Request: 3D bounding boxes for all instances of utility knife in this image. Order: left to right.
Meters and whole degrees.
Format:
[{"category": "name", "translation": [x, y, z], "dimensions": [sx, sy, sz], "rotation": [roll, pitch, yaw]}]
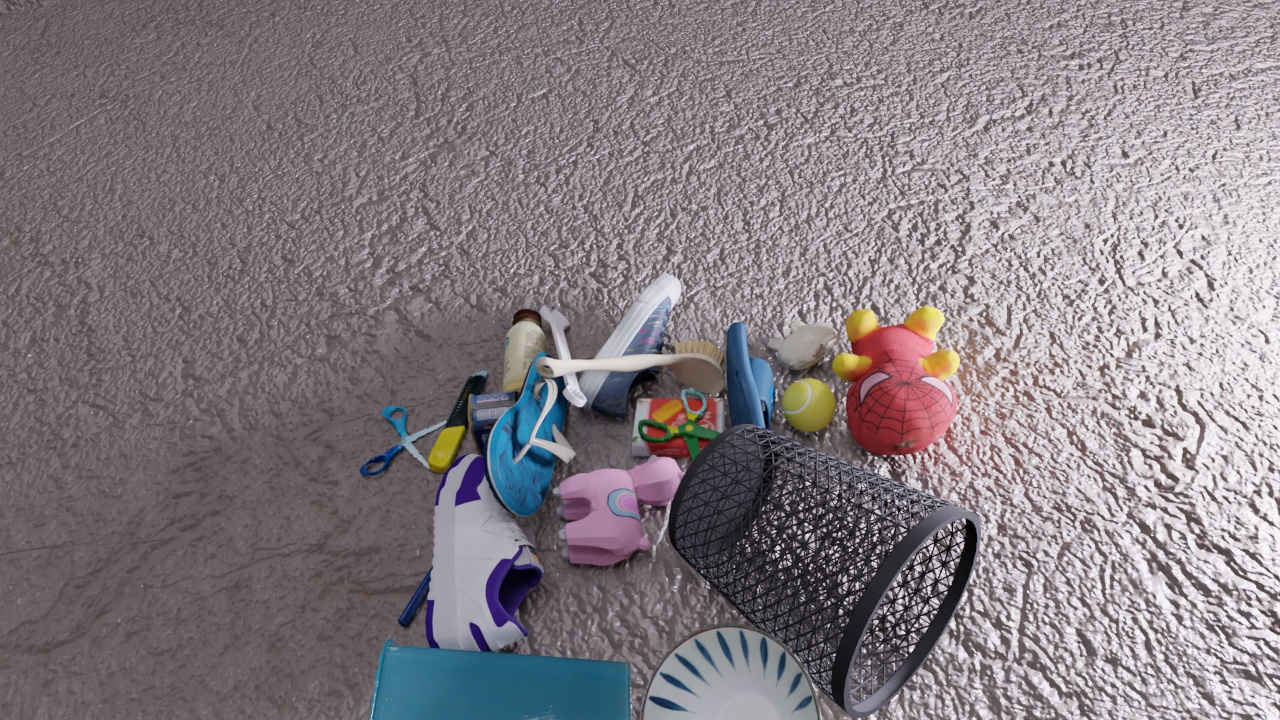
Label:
[{"category": "utility knife", "translation": [-0.236, 0.074, 1.204], "dimensions": [0.029, 0.020, 0.173], "rotation": [17, 50, 1]}]

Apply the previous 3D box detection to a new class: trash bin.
[{"category": "trash bin", "translation": [-0.115, 0.363, 0.811], "dimensions": [0.218, 0.197, 0.198], "rotation": [-2, 48, -1]}, {"category": "trash bin", "translation": [0.170, 0.188, 0.919], "dimensions": [0.216, 0.217, 0.243], "rotation": [-39, 47, -25]}]

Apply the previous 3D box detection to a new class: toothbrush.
[{"category": "toothbrush", "translation": [-0.222, 0.225, 1.064], "dimensions": [0.017, 0.016, 0.189], "rotation": [19, 52, 15]}]

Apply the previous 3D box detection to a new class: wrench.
[{"category": "wrench", "translation": [-0.100, -0.011, 1.195], "dimensions": [0.009, 0.047, 0.273], "rotation": [-51, 25, 14]}]

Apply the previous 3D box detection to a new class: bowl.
[{"category": "bowl", "translation": [0.092, 0.341, 0.855], "dimensions": [0.178, 0.071, 0.177], "rotation": [-14, 59, 24]}]

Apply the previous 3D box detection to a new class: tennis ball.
[{"category": "tennis ball", "translation": [0.206, 0.055, 1.123], "dimensions": [0.065, 0.065, 0.065], "rotation": [-4, 47, 4]}]

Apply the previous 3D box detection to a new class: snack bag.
[{"category": "snack bag", "translation": [0.048, 0.083, 1.141], "dimensions": [0.116, 0.036, 0.076], "rotation": [0, 47, 9]}]

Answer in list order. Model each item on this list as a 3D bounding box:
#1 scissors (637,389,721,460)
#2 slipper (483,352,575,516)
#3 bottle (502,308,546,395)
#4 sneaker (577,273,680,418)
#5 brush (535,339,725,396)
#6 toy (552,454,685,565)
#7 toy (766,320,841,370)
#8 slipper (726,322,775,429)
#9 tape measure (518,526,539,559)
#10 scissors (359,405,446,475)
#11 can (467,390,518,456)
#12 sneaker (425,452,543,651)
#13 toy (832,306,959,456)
[{"category": "scissors", "translation": [0.060, 0.079, 1.109], "dimensions": [0.126, 0.011, 0.127], "rotation": [11, 51, 19]}, {"category": "slipper", "translation": [-0.112, 0.080, 1.085], "dimensions": [0.060, 0.118, 0.294], "rotation": [-14, 26, 14]}, {"category": "bottle", "translation": [-0.156, -0.001, 1.236], "dimensions": [0.056, 0.057, 0.161], "rotation": [-6, 46, 3]}, {"category": "sneaker", "translation": [0.001, -0.015, 1.222], "dimensions": [0.079, 0.088, 0.234], "rotation": [31, 61, 8]}, {"category": "brush", "translation": [-0.007, 0.007, 1.133], "dimensions": [0.271, 0.062, 0.077], "rotation": [2, 45, -33]}, {"category": "toy", "translation": [-0.019, 0.168, 1.053], "dimensions": [0.157, 0.067, 0.123], "rotation": [-10, 48, -6]}, {"category": "toy", "translation": [0.218, -0.020, 1.199], "dimensions": [0.087, 0.050, 0.112], "rotation": [-37, 31, -24]}, {"category": "slipper", "translation": [0.138, 0.032, 1.133], "dimensions": [0.059, 0.104, 0.213], "rotation": [-4, 43, 1]}, {"category": "tape measure", "translation": [-0.148, 0.220, 1.054], "dimensions": [0.060, 0.020, 0.062], "rotation": [-10, 47, 0]}, {"category": "scissors", "translation": [-0.311, 0.107, 1.191], "dimensions": [0.132, 0.014, 0.127], "rotation": [-34, 56, -28]}, {"category": "can", "translation": [-0.174, 0.082, 1.132], "dimensions": [0.059, 0.100, 0.053], "rotation": [-7, 48, 1]}, {"category": "sneaker", "translation": [-0.160, 0.203, 0.999], "dimensions": [0.111, 0.092, 0.243], "rotation": [-7, 52, 7]}, {"category": "toy", "translation": [0.311, 0.027, 1.112], "dimensions": [0.148, 0.099, 0.215], "rotation": [-6, 45, 17]}]
